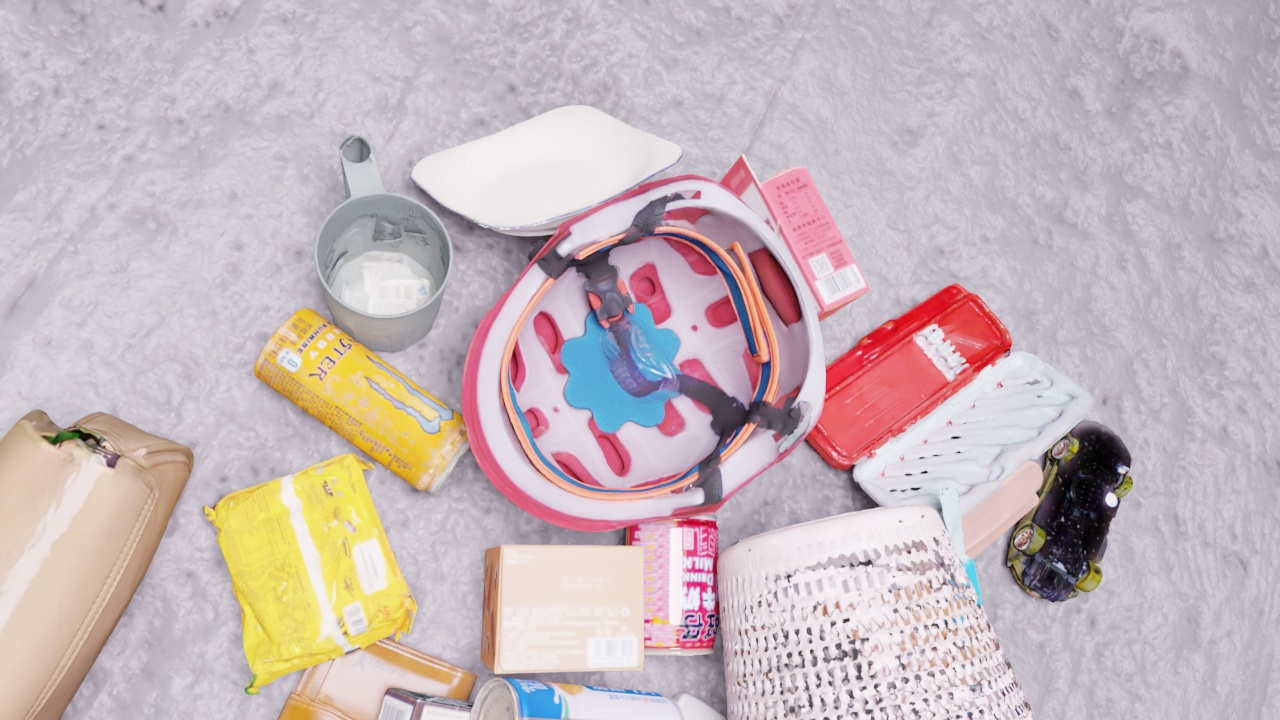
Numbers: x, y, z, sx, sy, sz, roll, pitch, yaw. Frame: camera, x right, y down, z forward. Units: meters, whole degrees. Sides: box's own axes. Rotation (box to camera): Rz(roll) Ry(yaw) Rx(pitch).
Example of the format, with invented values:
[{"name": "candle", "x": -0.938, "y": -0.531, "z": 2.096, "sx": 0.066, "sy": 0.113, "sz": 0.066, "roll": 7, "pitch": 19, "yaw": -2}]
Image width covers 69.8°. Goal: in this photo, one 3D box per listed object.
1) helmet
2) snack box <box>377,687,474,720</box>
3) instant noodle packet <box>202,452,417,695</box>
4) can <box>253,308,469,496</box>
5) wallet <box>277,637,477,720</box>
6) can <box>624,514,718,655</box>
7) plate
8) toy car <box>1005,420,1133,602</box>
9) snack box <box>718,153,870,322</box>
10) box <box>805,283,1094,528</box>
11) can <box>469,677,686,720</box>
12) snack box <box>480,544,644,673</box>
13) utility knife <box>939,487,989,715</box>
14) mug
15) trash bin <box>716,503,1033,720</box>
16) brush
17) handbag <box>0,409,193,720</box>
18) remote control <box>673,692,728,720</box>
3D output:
[{"name": "helmet", "x": -0.004, "y": 0.004, "z": 0.633, "sx": 0.240, "sy": 0.144, "sz": 0.207, "roll": -31, "pitch": 93, "yaw": -6}, {"name": "snack box", "x": -0.114, "y": 0.276, "z": 0.561, "sx": 0.113, "sy": 0.053, "sz": 0.125, "roll": 27, "pitch": 69, "yaw": -37}, {"name": "instant noodle packet", "x": -0.209, "y": 0.133, "z": 0.584, "sx": 0.110, "sy": 0.044, "sz": 0.128, "roll": -20, "pitch": 67, "yaw": -13}, {"name": "can", "x": -0.183, "y": 0.028, "z": 0.619, "sx": 0.146, "sy": 0.058, "sz": 0.058, "roll": 36, "pitch": 71, "yaw": -5}, {"name": "wallet", "x": -0.185, "y": 0.243, "z": 0.585, "sx": 0.119, "sy": 0.035, "sz": 0.130, "roll": 26, "pitch": 69, "yaw": -12}, {"name": "can", "x": 0.022, "y": 0.156, "z": 0.641, "sx": 0.066, "sy": 0.067, "sz": 0.093, "roll": 5, "pitch": 76, "yaw": -14}, {"name": "plate", "x": -0.067, "y": -0.131, "z": 0.663, "sx": 0.163, "sy": 0.164, "sz": 0.034, "roll": -28, "pitch": 130, "yaw": -24}, {"name": "toy car", "x": 0.354, "y": 0.122, "z": 0.753, "sx": 0.070, "sy": 0.042, "sz": 0.158, "roll": 34, "pitch": 72, "yaw": -6}, {"name": "snack box", "x": 0.104, "y": -0.085, "z": 0.695, "sx": 0.044, "sy": 0.113, "sz": 0.127, "roll": -25, "pitch": 85, "yaw": -18}, {"name": "box", "x": 0.233, "y": 0.035, "z": 0.719, "sx": 0.200, "sy": 0.050, "sz": 0.160, "roll": -31, "pitch": 62, "yaw": -20}, {"name": "can", "x": -0.035, "y": 0.230, "z": 0.570, "sx": 0.134, "sy": 0.053, "sz": 0.053, "roll": 20, "pitch": 71, "yaw": -35}, {"name": "snack box", "x": -0.054, "y": 0.161, "z": 0.604, "sx": 0.092, "sy": 0.094, "sz": 0.077, "roll": 3, "pitch": 76, "yaw": -15}, {"name": "utility knife", "x": 0.236, "y": 0.176, "z": 0.670, "sx": 0.034, "sy": 0.018, "sz": 0.208, "roll": -28, "pitch": 116, "yaw": -23}, {"name": "mug", "x": -0.177, "y": -0.074, "z": 0.621, "sx": 0.083, "sy": 0.104, "sz": 0.124, "roll": -14, "pitch": 80, "yaw": -18}, {"name": "trash bin", "x": 0.141, "y": 0.201, "z": 0.588, "sx": 0.227, "sy": 0.228, "sz": 0.192, "roll": -7, "pitch": 73, "yaw": -17}, {"name": "brush", "x": 0.242, "y": 0.124, "z": 0.706, "sx": 0.145, "sy": 0.073, "sz": 0.063, "roll": -34, "pitch": 89, "yaw": -18}, {"name": "handbag", "x": -0.338, "y": 0.122, "z": 0.507, "sx": 0.099, "sy": 0.148, "sz": 0.204, "roll": 24, "pitch": 68, "yaw": -11}, {"name": "remote control", "x": 0.011, "y": 0.306, "z": 0.627, "sx": 0.058, "sy": 0.021, "sz": 0.149, "roll": 38, "pitch": 70, "yaw": -4}]
